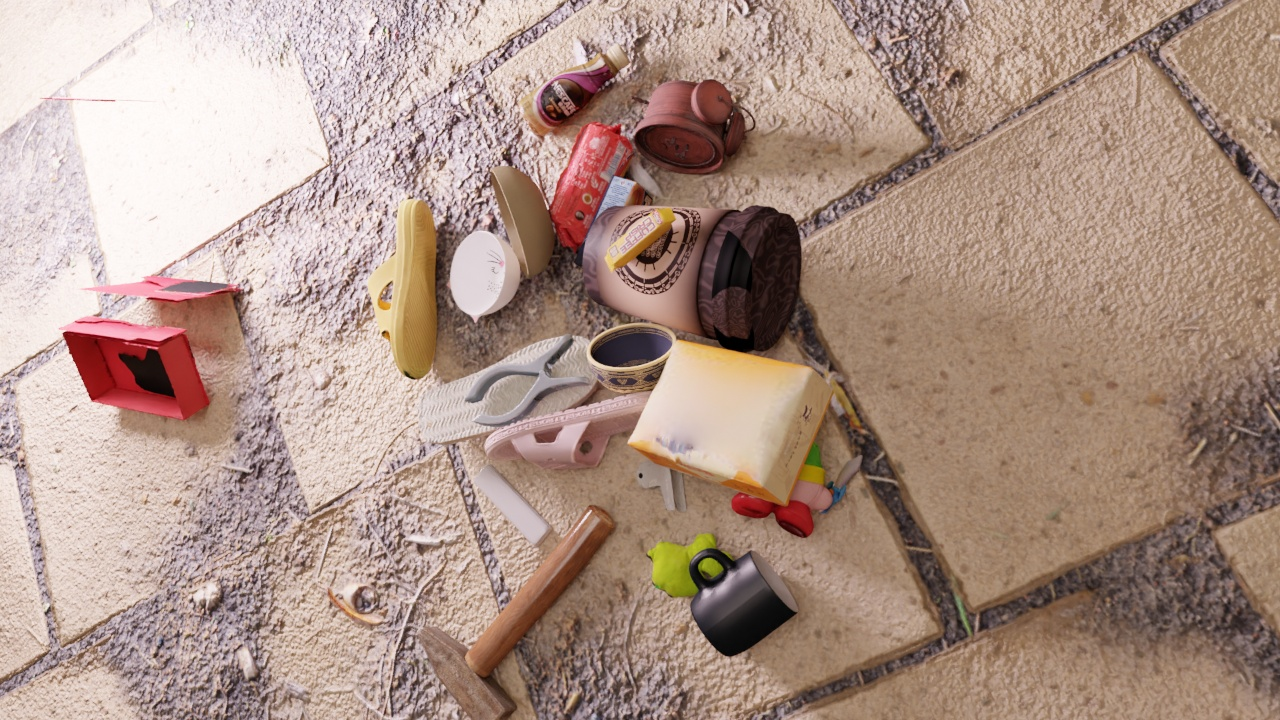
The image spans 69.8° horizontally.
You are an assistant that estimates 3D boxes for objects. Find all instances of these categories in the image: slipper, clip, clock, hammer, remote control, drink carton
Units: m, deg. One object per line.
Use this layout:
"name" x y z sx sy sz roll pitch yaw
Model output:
"slipper" -0.338 -0.103 1.289 0.078 0.099 0.263 -4 72 10
"slipper" -0.075 0.101 1.147 0.239 0.094 0.064 -17 68 10
"clip" 0.028 0.140 1.139 0.056 0.056 0.102 1 72 -24
"slipper" -0.172 0.042 1.219 0.263 0.052 0.115 -20 69 11
"clock" 0.070 -0.300 1.172 0.158 0.120 0.072 6 72 30
"hammer" -0.144 0.300 1.155 0.158 0.037 0.301 42 94 24
"remote control" -0.170 0.189 1.204 0.131 0.012 0.033 41 94 24
"drink carton" -0.036 -0.171 1.209 0.040 0.064 0.130 23 87 25
"clip" -0.153 0.016 1.176 0.163 0.028 0.112 -23 72 8

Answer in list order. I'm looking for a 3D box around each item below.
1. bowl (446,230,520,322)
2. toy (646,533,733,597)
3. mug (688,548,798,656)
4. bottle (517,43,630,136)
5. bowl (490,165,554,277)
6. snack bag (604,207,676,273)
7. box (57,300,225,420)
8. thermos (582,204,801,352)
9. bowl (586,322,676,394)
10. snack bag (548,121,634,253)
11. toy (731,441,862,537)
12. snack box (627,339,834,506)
"bowl" -0.205 -0.117 1.259 0.115 0.050 0.114 -3 85 40
"toy" 0.058 0.245 1.094 0.093 0.036 0.094 -46 73 0
"mug" 0.103 0.263 1.034 0.094 0.085 0.121 -40 96 8
"bottle" -0.090 -0.382 1.282 0.166 0.059 0.059 -32 69 10
"bowl" -0.151 -0.189 1.222 0.050 0.152 0.152 -20 70 -10
"snack bag" -0.002 -0.139 1.052 0.099 0.020 0.026 -37 59 19
"box" -0.814 0.031 1.316 0.217 0.350 0.198 7 117 20
"thermos" 0.058 -0.110 1.111 0.226 0.172 0.172 13 82 29
"bowl" -0.007 0.007 1.148 0.112 0.112 0.061 4 123 21
"snack bag" -0.070 -0.236 1.229 0.082 0.082 0.176 22 85 24
"toy" 0.180 0.127 1.050 0.124 0.097 0.131 18 60 21
"snack box" 0.096 0.064 1.040 0.195 0.080 0.145 13 72 41
